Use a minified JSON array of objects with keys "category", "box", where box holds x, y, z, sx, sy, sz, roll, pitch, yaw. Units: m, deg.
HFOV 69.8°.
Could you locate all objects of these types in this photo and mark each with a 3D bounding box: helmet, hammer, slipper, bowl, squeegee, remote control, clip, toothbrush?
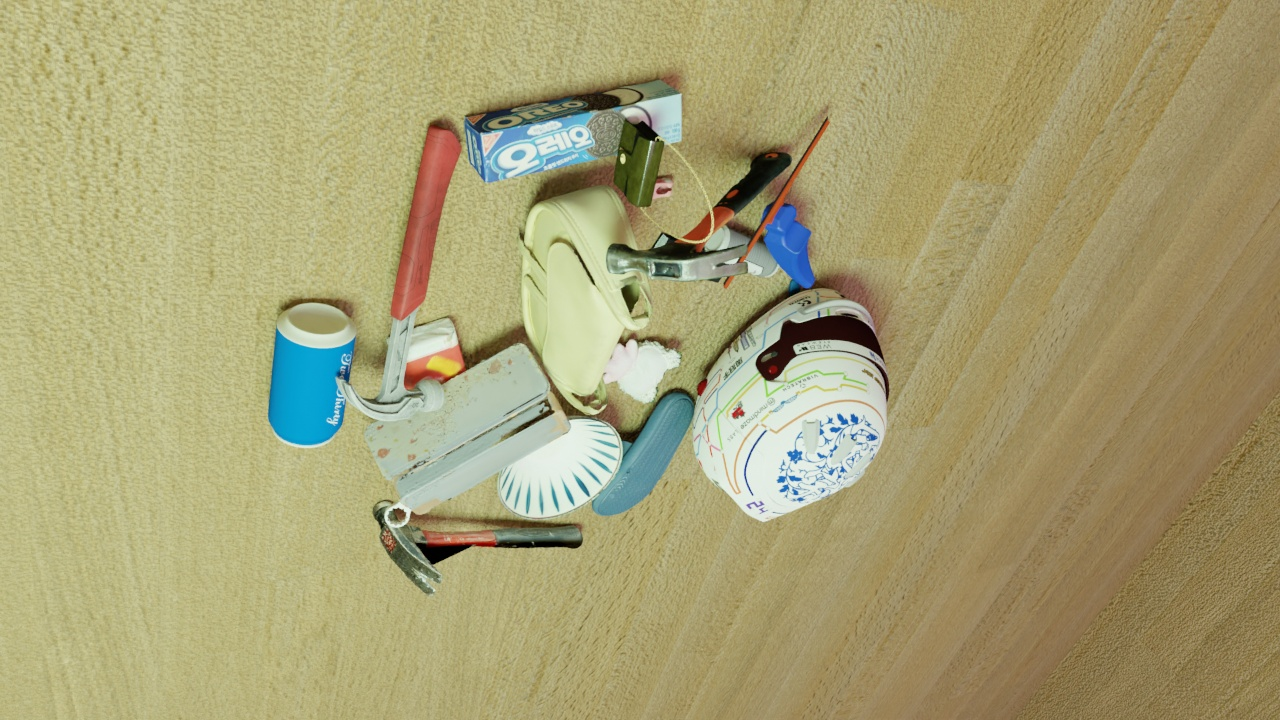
[{"category":"helmet","box":[0.218,0.069,1.247,0.315,0.236,0.231,-41,131,8]},{"category":"hammer","box":[-0.238,-0.085,0.953,0.126,0.036,0.316,-7,118,-52]},{"category":"slipper","box":[0.002,0.134,1.320,0.213,0.059,0.103,-55,143,-1]},{"category":"bowl","box":[-0.118,0.126,1.227,0.177,0.071,0.178,-17,133,-20]},{"category":"hammer","box":[0.094,-0.166,0.999,0.332,0.133,0.033,-49,140,-49]},{"category":"squeegee","box":[0.184,-0.149,1.142,0.249,0.055,0.185,-58,143,-14]},{"category":"remote control","box":[0.066,-0.130,1.168,0.124,0.010,0.039,19,115,-40]},{"category":"clip","box":[0.013,-0.204,1.066,0.058,0.022,0.037,-14,130,-29]},{"category":"hammer","box":[-0.202,0.252,1.262,0.325,0.140,0.036,10,120,-47]},{"category":"toothbrush","box":[0.223,-0.063,1.318,0.021,0.016,0.132,-22,135,-11]}]

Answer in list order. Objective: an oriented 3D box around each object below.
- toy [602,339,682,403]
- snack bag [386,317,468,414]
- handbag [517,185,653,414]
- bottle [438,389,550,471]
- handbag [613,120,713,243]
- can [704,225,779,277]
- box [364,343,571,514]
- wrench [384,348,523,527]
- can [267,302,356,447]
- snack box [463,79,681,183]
[{"category":"toy","box":[-0.007,0.007,1.219,0.108,0.041,0.096,20,113,-35]},{"category":"snack bag","box":[-0.245,0.011,1.076,0.077,0.036,0.116,-21,134,-16]},{"category":"handbag","box":[-0.070,-0.066,1.028,0.088,0.190,0.233,-14,151,-27]},{"category":"bottle","box":[-0.187,0.074,1.150,0.162,0.056,0.056,-36,136,0]},{"category":"handbag","box":[0.023,-0.169,0.902,0.027,0.178,0.084,-7,129,-28]},{"category":"can","box":[0.131,-0.139,1.176,0.106,0.044,0.044,16,116,-40]},{"category":"box","box":[-0.200,0.083,1.084,0.216,0.096,0.105,-29,149,-5]},{"category":"wrench","box":[-0.220,0.096,1.112,0.047,0.009,0.273,38,95,-22]},{"category":"can","box":[-0.353,0.016,0.982,0.078,0.079,0.146,-2,127,-31]},{"category":"snack box","box":[-0.066,-0.241,0.957,0.226,0.059,0.060,-16,130,-19]}]
